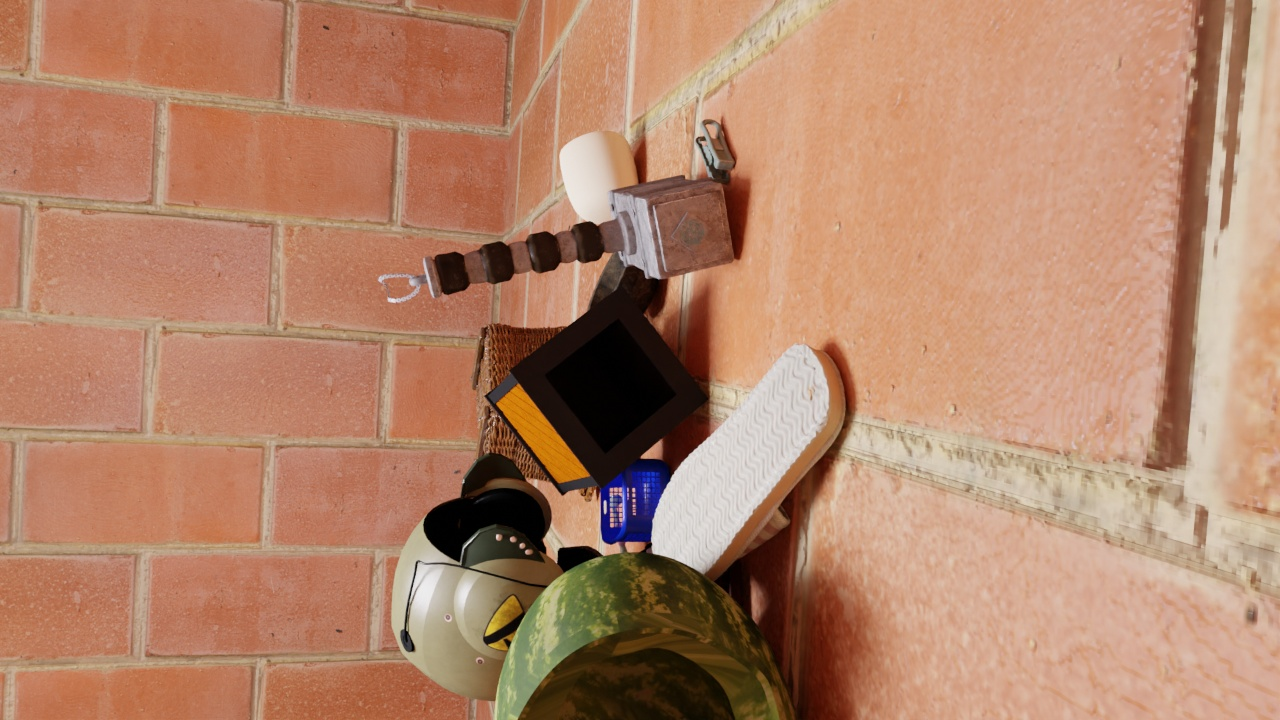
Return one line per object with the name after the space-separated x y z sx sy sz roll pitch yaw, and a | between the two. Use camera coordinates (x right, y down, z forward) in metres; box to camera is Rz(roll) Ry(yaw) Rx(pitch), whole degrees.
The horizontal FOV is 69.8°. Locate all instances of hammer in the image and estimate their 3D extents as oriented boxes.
-0.085 -0.105 0.876 0.177 0.326 0.079 -136 34 -71 | hammer

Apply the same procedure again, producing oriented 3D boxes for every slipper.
0.084 0.090 0.715 0.264 0.052 0.115 -57 32 40 | slipper

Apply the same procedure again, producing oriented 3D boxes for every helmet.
0.004 0.265 0.657 0.243 0.213 0.247 82 174 -71 | helmet
-0.127 0.241 0.959 0.250 0.255 0.233 -124 43 -69 | helmet

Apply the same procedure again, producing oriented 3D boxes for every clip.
0.071 -0.203 0.887 0.044 0.023 0.076 110 156 -43 | clip

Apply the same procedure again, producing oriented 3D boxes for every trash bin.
-0.052 0.038 0.950 0.139 0.139 0.172 52 160 -3 | trash bin

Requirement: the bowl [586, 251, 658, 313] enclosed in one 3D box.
-0.013 -0.085 1.101 0.121 0.056 0.121 -57 17 28 | bowl

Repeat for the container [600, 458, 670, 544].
-0.005 0.158 1.032 0.114 0.058 0.096 132 139 -67 | container

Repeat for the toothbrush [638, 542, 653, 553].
-0.003 0.236 1.098 0.168 0.014 0.014 125 136 -65 | toothbrush

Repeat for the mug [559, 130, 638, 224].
-0.046 -0.231 1.219 0.120 0.096 0.099 28 -134 -65 | mug

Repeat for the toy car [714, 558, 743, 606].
0.039 0.209 0.844 0.170 0.061 0.070 134 137 -68 | toy car

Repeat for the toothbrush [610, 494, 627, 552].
-0.017 0.235 1.087 0.022 0.015 0.154 -16 83 41 | toothbrush

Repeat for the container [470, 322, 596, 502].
-0.154 0.062 1.370 0.249 0.183 0.163 -102 23 -45 | container
